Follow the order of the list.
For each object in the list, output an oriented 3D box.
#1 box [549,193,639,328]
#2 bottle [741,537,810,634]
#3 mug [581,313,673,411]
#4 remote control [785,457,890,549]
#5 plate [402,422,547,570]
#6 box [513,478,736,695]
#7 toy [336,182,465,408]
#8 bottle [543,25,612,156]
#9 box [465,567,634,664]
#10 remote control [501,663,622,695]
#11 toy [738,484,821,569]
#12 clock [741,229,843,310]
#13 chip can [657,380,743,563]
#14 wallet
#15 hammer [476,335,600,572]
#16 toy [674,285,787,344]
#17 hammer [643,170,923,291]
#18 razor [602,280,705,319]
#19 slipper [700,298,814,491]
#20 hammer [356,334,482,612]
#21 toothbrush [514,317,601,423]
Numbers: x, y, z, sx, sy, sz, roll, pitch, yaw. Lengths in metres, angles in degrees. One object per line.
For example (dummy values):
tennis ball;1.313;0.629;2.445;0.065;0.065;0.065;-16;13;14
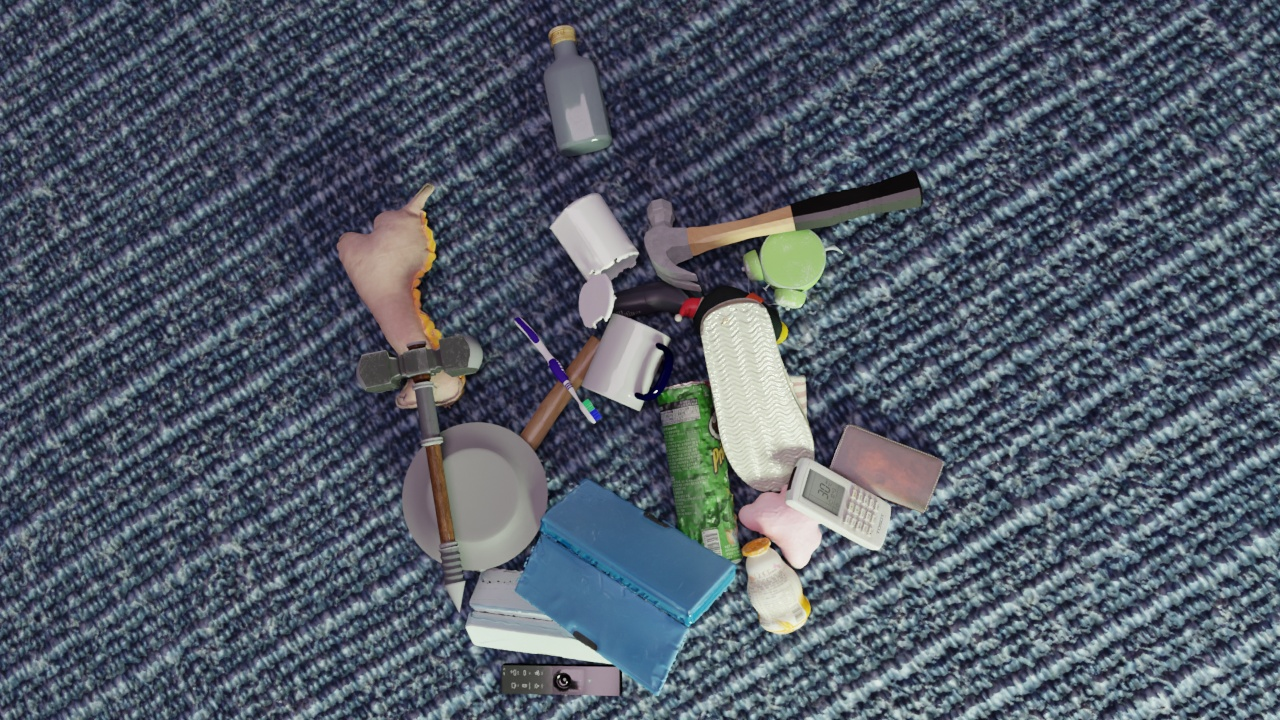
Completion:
box;-0.056;-0.122;1.128;0.085;0.118;0.160;-41;82;39
bottle;0.155;0.263;1.077;0.063;0.063;0.108;-23;98;4
mug;-0.007;0.006;1.111;0.112;0.078;0.097;21;86;45
remote control;0.232;0.169;1.077;0.138;0.026;0.060;30;63;-14
plate;-0.202;0.163;1.111;0.178;0.012;0.178;-1;79;3
box;-0.027;0.245;1.049;0.232;0.066;0.172;24;69;32
toy;-0.281;-0.074;1.169;0.196;0.065;0.264;-35;83;7
bottle;-0.086;-0.350;1.182;0.072;0.046;0.161;-12;83;5
box;-0.107;0.303;1.121;0.199;0.086;0.096;5;55;6
remote control;-0.097;0.391;1.126;0.150;0.013;0.034;-1;84;6
toy;0.178;0.187;1.096;0.102;0.050;0.093;37;87;-1
clock;0.181;-0.119;1.132;0.094;0.042;0.119;41;90;9
chip can;0.071;0.139;1.103;0.075;0.075;0.223;-10;84;5
wallet;0.294;0.130;1.105;0.123;0.019;0.072;21;87;8
hammer;-0.144;0.108;1.147;0.098;0.052;0.328;33;86;8
toy;0.110;-0.044;1.103;0.119;0.099;0.097;41;91;7
hammer;0.167;-0.167;1.098;0.328;0.039;0.131;-12;56;11
razor;0.011;-0.074;1.148;0.143;0.047;0.052;-11;59;8
slipper;0.137;0.039;1.065;0.115;0.052;0.263;-17;119;7
hammer;-0.242;0.134;1.094;0.156;0.043;0.322;-12;80;1
toothbrush;-0.105;0.008;1.139;0.016;0.015;0.186;-36;63;-6
